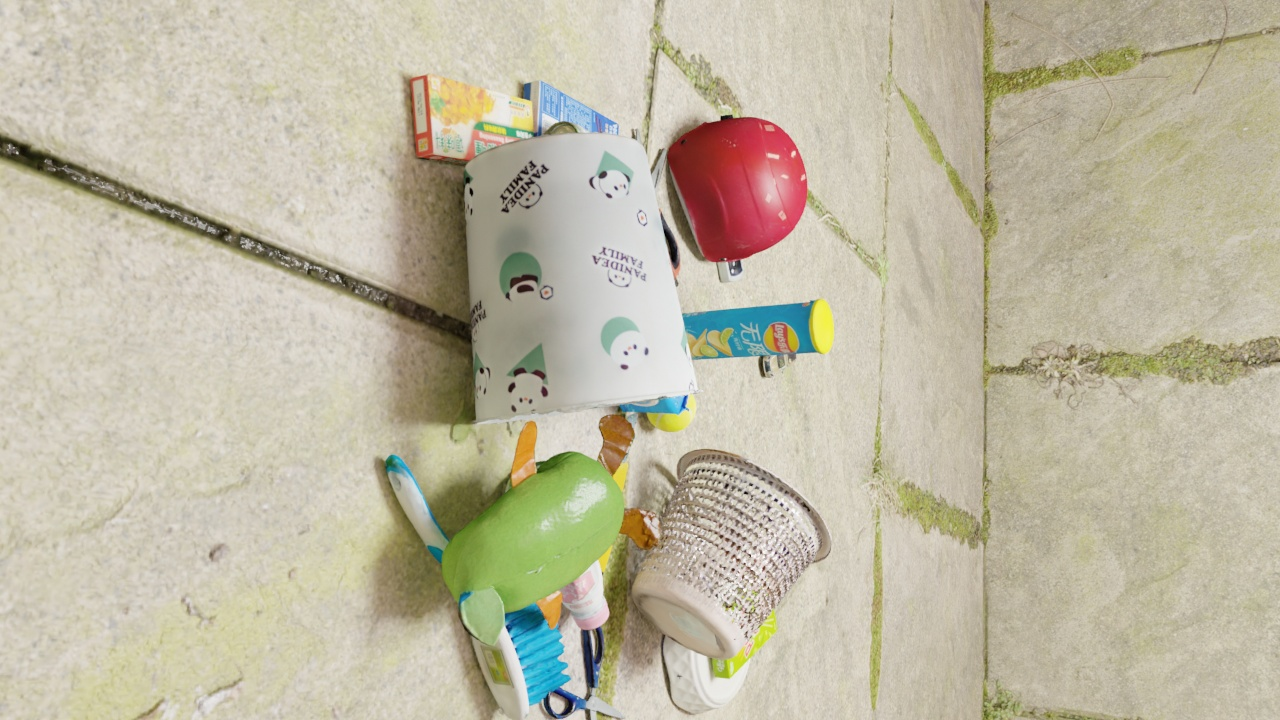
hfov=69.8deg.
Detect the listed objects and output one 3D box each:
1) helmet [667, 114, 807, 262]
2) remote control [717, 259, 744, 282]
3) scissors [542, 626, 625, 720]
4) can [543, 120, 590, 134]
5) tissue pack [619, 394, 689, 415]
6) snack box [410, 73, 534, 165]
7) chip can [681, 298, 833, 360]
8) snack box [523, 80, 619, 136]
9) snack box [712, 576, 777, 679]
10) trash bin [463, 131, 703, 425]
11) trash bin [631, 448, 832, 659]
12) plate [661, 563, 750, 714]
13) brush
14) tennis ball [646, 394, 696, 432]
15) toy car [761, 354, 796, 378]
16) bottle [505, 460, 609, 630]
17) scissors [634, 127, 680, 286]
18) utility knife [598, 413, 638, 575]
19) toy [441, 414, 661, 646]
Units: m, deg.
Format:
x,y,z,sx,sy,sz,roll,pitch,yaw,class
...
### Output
x,y,z,sx,sy,sz,roll,pitch,yaw,class
0.168,-0.258,1.321,0.239,0.144,0.207,-35,111,-43,helmet
0.130,-0.194,1.399,0.058,0.021,0.150,-30,111,-54,remote control
-0.060,0.385,1.056,0.175,0.012,0.162,28,64,-54,scissors
-0.049,-0.220,1.038,0.146,0.058,0.058,13,76,-56,can
-0.007,0.006,1.100,0.052,0.095,0.157,-56,132,-36,tissue pack
-0.166,-0.237,0.933,0.155,0.027,0.077,-7,94,-57,snack box
0.149,-0.039,1.238,0.071,0.211,0.071,7,81,-57,chip can
-0.079,-0.258,1.071,0.157,0.026,0.084,11,79,-57,snack box
0.143,0.369,1.279,0.156,0.026,0.086,-18,101,-56,snack box
-0.067,-0.074,0.906,0.229,0.230,0.252,-3,85,-57,trash bin
0.098,0.255,1.154,0.191,0.228,0.227,-53,131,-29,trash bin
0.101,0.386,1.278,0.204,0.046,0.205,6,83,-57,plate
-0.155,0.215,0.891,0.109,0.061,0.314,-32,111,-50,brush
0.040,0.061,1.193,0.065,0.066,0.065,8,80,-57,tennis ball
0.229,0.000,1.525,0.090,0.035,0.042,-28,109,-53,toy car
-0.083,0.204,0.988,0.068,0.068,0.197,-49,128,-48,bottle
0.011,-0.193,1.220,0.188,0.015,0.226,-42,121,-51,scissors
-0.033,0.162,1.113,0.033,0.015,0.219,40,57,-48,utility knife
-0.085,0.158,0.868,0.246,0.090,0.227,-26,116,-39,toy
